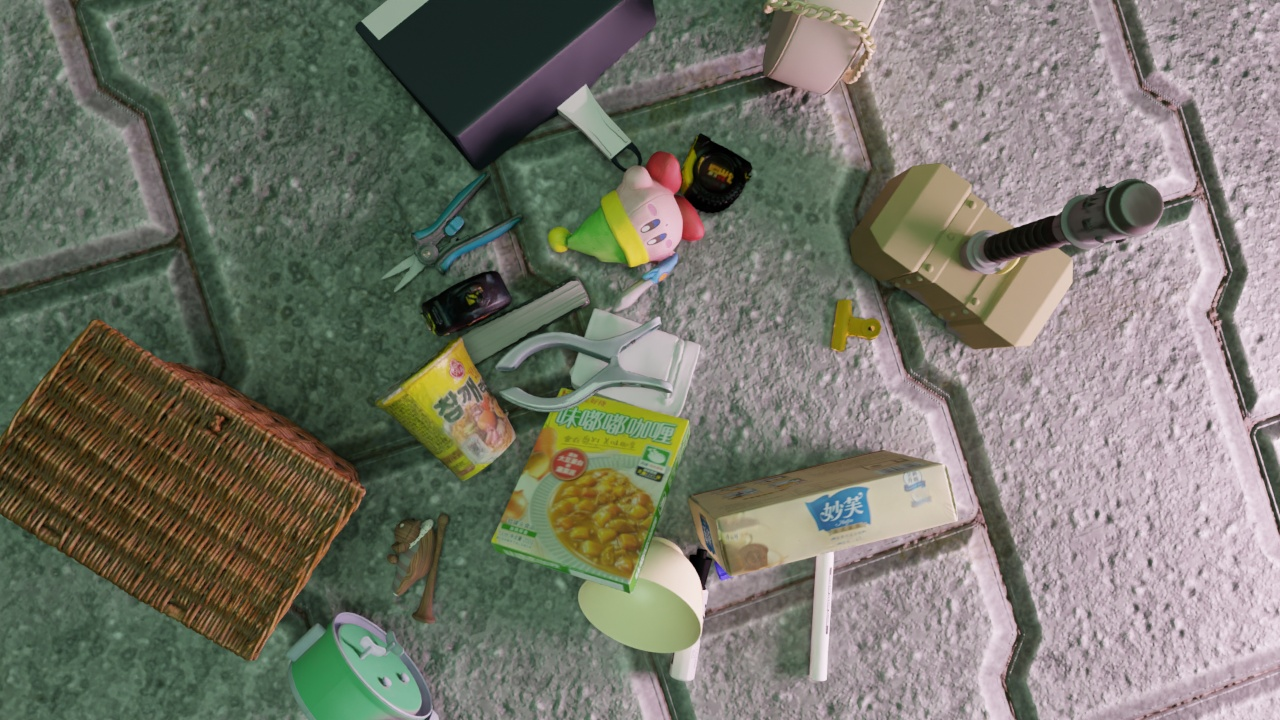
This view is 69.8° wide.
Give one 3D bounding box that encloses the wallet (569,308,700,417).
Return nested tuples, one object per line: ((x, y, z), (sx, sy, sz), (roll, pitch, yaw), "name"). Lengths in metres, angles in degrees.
((-0.005, 0.005, 0.896), (0.116, 0.032, 0.086), (22, 79, 0), "wallet")

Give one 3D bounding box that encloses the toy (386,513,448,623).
((-0.213, 0.193, 0.868), (0.054, 0.042, 0.101), (15, 79, -27), "toy")

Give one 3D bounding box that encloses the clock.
((-0.233, 0.301, 0.816), (0.075, 0.122, 0.161), (-44, 74, -3), "clock")

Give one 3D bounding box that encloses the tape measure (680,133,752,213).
((0.071, -0.177, 0.901), (0.067, 0.038, 0.062), (26, 79, -7), "tape measure")

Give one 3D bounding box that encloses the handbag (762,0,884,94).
((0.169, -0.355, 0.825), (0.103, 0.211, 0.208), (16, 80, -4), "handbag")

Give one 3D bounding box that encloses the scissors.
((-0.181, -0.123, 0.886), (0.122, 0.019, 0.149), (14, 93, -8), "scissors")

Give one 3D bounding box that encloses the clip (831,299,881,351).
((0.217, -0.033, 0.913), (0.046, 0.035, 0.053), (9, 87, 3), "clip")

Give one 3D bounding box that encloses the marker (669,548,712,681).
((0.050, 0.247, 0.897), (0.025, 0.025, 0.126), (10, 88, -5), "marker")

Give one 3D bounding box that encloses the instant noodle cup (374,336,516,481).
((-0.175, 0.049, 0.851), (0.102, 0.102, 0.108), (-38, 101, -5), "instant noodle cup")

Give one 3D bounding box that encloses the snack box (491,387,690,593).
((-0.042, 0.113, 0.836), (0.132, 0.027, 0.167), (13, 59, 15), "snack box")

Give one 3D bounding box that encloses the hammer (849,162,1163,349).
((0.320, -0.101, 0.775), (0.190, 0.325, 0.100), (35, 86, -3), "hammer")

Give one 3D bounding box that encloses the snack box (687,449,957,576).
((0.159, 0.135, 0.843), (0.207, 0.153, 0.055), (-13, 90, -5), "snack box")

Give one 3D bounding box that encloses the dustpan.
((-0.096, -0.291, 0.888), (0.236, 0.080, 0.273), (-41, 72, -4), "dustpan")

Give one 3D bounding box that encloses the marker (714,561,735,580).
((0.143, 0.186, 0.908), (0.141, 0.020, 0.020), (-18, 90, -5), "marker")

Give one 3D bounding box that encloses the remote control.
((-0.114, -0.038, 0.894), (0.136, 0.013, 0.033), (-29, 90, -3), "remote control")

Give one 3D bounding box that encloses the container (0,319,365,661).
((-0.370, 0.102, 0.783), (0.250, 0.183, 0.162), (33, 85, -4), "container")

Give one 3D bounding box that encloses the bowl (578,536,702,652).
((0.009, 0.209, 0.864), (0.118, 0.118, 0.073), (28, 44, -4), "bowl")

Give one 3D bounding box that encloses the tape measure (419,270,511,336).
((-0.159, -0.056, 0.862), (0.072, 0.072, 0.042), (-29, 89, 23), "tape measure")

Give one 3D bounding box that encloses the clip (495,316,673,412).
((-0.055, -0.009, 0.864), (0.163, 0.028, 0.108), (-5, 80, -6), "clip")

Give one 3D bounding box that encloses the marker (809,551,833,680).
((0.181, 0.250, 0.912), (0.020, 0.017, 0.133), (5, 88, -42), "marker")

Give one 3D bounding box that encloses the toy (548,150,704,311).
((-0.013, -0.125, 0.885), (0.131, 0.097, 0.124), (-37, 131, -12), "toy")
